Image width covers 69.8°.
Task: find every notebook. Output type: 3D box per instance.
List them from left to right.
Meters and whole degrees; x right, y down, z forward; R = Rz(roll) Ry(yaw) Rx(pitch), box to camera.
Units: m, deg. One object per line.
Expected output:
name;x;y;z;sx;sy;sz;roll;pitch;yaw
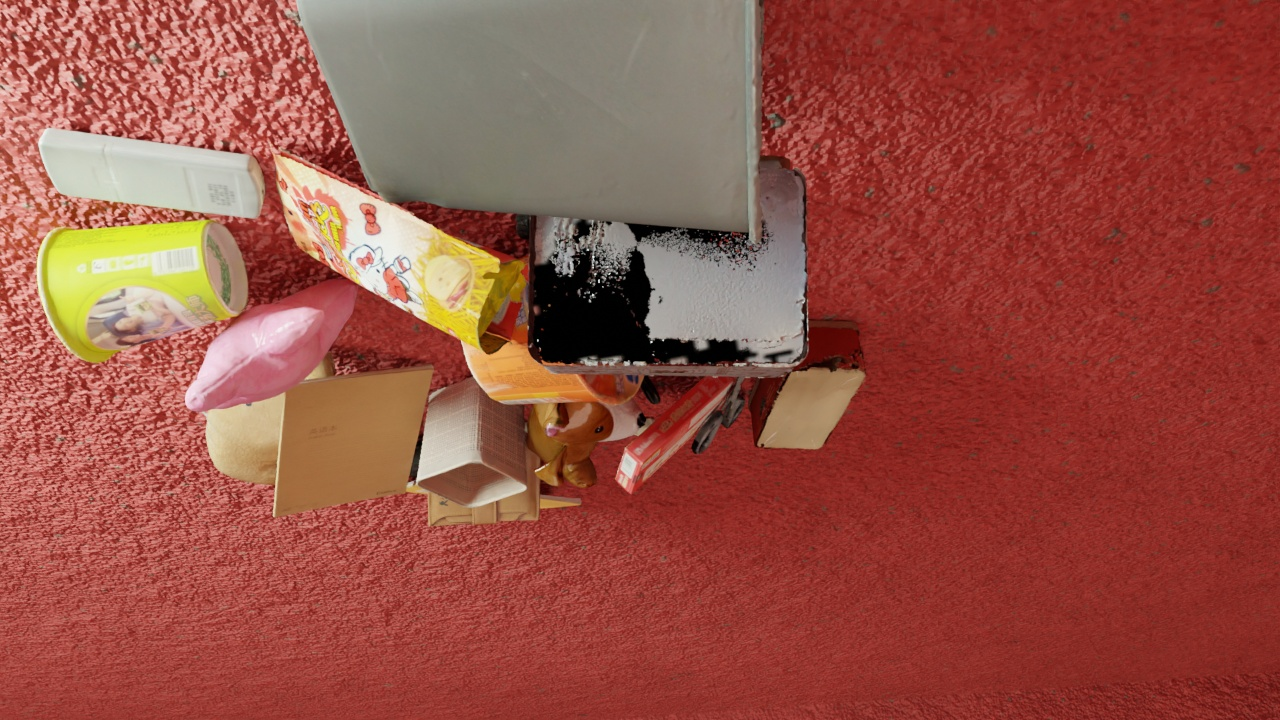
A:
notebook;-0.310;0.088;0.982;0.149;0.012;0.212;-8;139;-32
notebook;-0.197;0.172;1.171;0.206;0.010;0.146;11;165;-25

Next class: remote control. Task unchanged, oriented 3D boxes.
remote control;-0.364;-0.141;0.692;0.150;0.021;0.058;6;147;-13

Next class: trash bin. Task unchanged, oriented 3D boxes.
trash bin;-0.040;-0.184;0.498;0.220;0.198;0.199;0;140;8

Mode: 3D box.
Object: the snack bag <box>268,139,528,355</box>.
snack bag;-0.189;-0.083;0.704;0.208;0.073;0.129;25;151;13

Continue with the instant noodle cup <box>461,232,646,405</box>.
instant noodle cup;-0.076;-0.029;0.790;0.112;0.151;0.151;-11;148;27

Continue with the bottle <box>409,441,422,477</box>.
bottle;-0.248;0.121;1.103;0.194;0.044;0.080;7;153;-13

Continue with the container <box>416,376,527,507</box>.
container;-0.177;0.085;0.985;0.090;0.110;0.090;-21;144;27

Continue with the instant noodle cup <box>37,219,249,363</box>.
instant noodle cup;-0.393;-0.064;0.744;0.123;0.111;0.112;-11;148;-2

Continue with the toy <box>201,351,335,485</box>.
toy;-0.386;0.063;0.973;0.143;0.082;0.227;-3;148;-28

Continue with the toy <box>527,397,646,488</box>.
toy;-0.058;0.054;0.930;0.130;0.139;0.200;15;152;6

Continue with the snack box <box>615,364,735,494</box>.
snack box;0.037;0.072;0.971;0.152;0.025;0.075;-40;163;-29

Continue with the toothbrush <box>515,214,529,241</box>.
toothbrush;-0.093;-0.153;0.703;0.017;0.014;0.189;9;148;4

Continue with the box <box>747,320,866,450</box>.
box;0.175;0.037;0.964;0.091;0.077;0.169;2;146;-7

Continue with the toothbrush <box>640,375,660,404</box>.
toothbrush;-0.006;0.006;0.964;0.016;0.018;0.181;-13;148;10

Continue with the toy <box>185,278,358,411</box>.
toy;-0.319;-0.015;0.812;0.074;0.178;0.195;53;163;-11

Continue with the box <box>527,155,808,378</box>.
box;0.014;-0.062;0.647;0.181;0.158;0.205;-1;179;-3

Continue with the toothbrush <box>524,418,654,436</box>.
toothbrush;-0.078;0.079;1.074;0.189;0.020;0.029;1;118;-5

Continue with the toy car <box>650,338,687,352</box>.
toy car;0.049;-0.032;0.890;0.091;0.035;0.042;-21;145;22

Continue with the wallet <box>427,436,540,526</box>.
wallet;-0.182;0.140;1.067;0.131;0.031;0.108;0;106;-11

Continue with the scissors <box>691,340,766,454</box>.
scissors;0.098;0.040;0.986;0.165;0.014;0.163;-51;164;4
